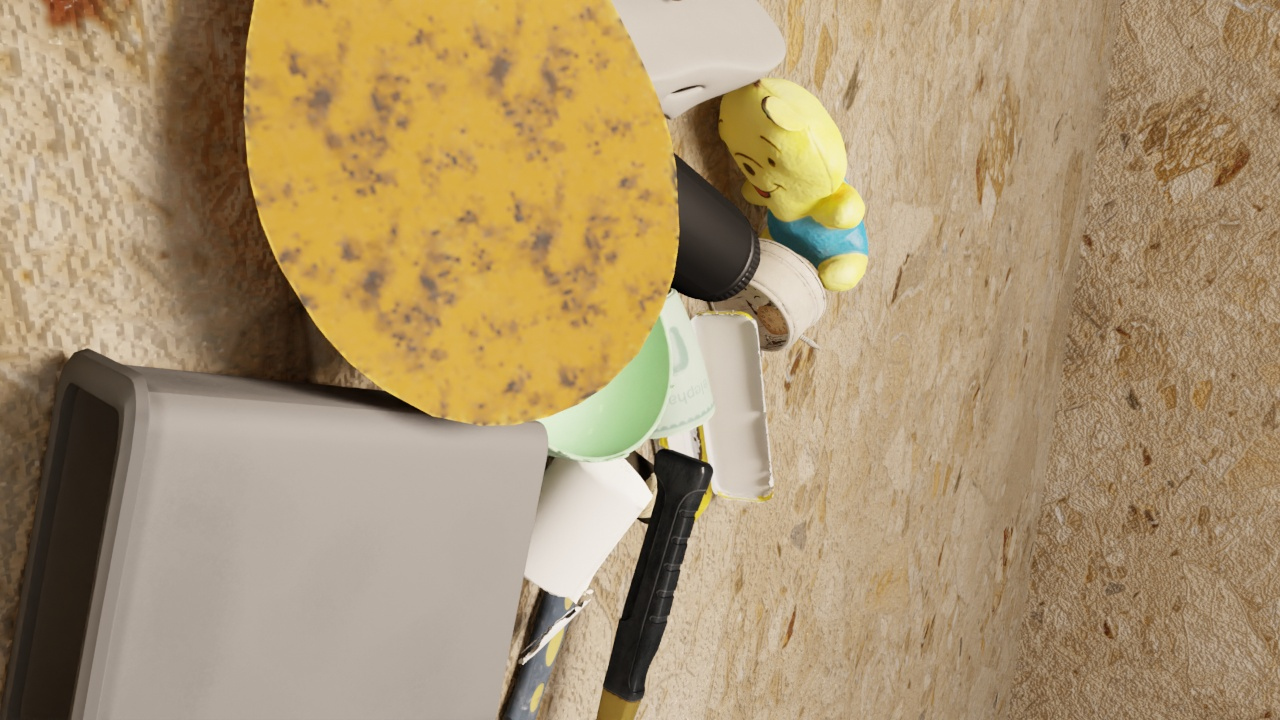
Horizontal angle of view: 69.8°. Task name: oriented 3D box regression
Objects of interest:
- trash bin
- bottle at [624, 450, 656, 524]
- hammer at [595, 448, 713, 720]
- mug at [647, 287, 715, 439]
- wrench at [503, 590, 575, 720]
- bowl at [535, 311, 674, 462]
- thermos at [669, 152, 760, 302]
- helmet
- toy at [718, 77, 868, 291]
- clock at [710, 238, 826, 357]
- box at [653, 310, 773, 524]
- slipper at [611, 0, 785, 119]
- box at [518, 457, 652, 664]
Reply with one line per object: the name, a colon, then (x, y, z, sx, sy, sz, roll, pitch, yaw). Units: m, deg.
trash bin: (-0.170, 0.105, 0.462, 0.219, 0.098, 0.192, 9, 93, -48)
bottle: (-0.035, 0.076, 0.724, 0.184, 0.045, 0.045, 42, 66, -44)
hammer: (-0.007, 0.236, 0.723, 0.025, 0.118, 0.333, 12, 95, -58)
mug: (-0.004, 0.004, 0.722, 0.111, 0.084, 0.104, -21, 109, -22)
wrench: (-0.084, 0.252, 0.727, 0.073, 0.022, 0.273, 32, 75, -55)
bowl: (-0.056, -0.002, 0.621, 0.150, 0.077, 0.150, 13, 70, -39)
thermos: (0.027, -0.104, 0.718, 0.198, 0.086, 0.086, 24, 80, -55)
helmet: (-0.100, -0.096, 0.493, 0.205, 0.131, 0.255, -17, 98, -22)
toy: (0.137, -0.163, 0.811, 0.084, 0.149, 0.214, -40, 129, -11)
clock: (0.098, -0.069, 0.837, 0.061, 0.104, 0.157, -48, 111, -26)
box: (0.060, 0.056, 0.846, 0.117, 0.057, 0.210, -17, 119, -12)
slipper: (0.008, -0.220, 0.668, 0.113, 0.081, 0.265, 50, 40, 4)
box: (-0.059, 0.139, 0.664, 0.166, 0.092, 0.083, -51, 178, 9)
